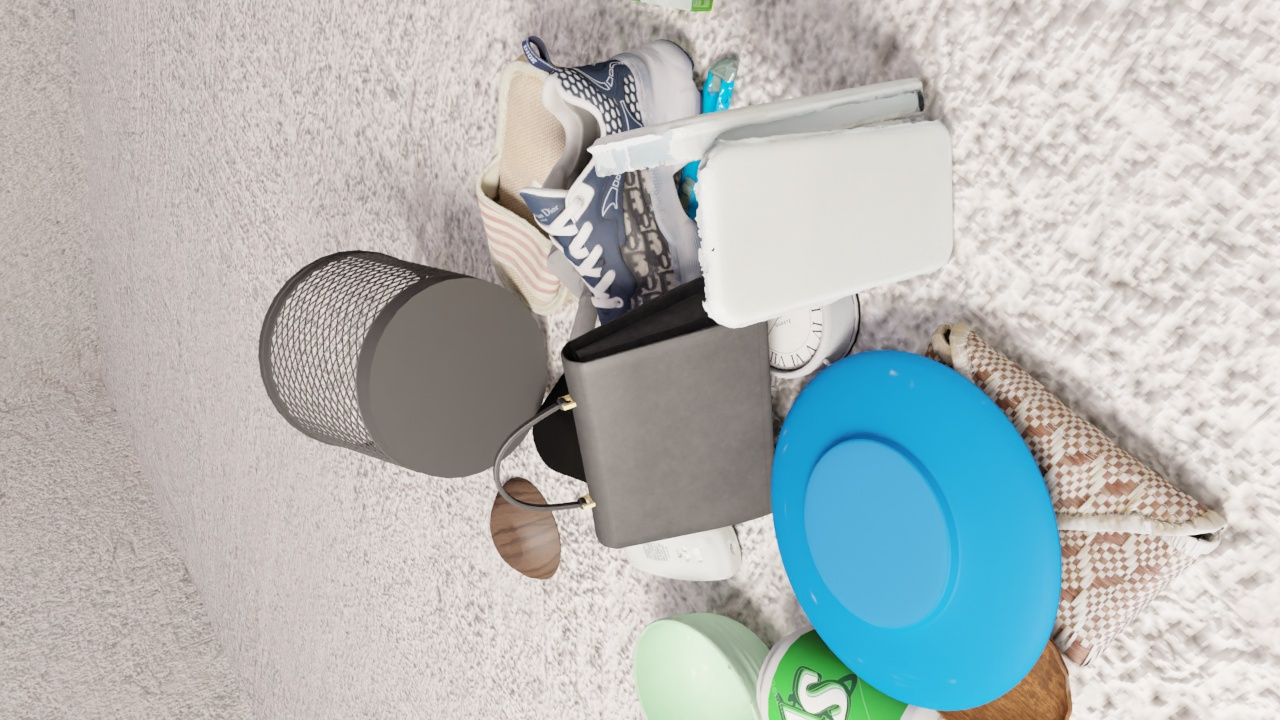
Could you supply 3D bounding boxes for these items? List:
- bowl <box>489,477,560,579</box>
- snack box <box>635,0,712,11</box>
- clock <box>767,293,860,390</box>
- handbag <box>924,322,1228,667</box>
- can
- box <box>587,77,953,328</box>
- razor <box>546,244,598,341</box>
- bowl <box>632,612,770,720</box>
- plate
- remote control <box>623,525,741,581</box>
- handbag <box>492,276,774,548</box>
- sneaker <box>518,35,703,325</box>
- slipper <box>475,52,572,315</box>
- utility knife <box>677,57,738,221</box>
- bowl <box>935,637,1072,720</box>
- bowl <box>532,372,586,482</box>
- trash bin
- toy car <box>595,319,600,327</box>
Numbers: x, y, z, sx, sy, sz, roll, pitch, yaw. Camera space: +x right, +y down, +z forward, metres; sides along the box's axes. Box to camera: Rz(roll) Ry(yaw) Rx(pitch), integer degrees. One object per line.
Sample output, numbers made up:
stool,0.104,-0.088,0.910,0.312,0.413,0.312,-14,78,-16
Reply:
bowl,-0.137,0.193,1.024,0.119,0.032,0.119,21,118,45
snack box,0.009,-0.349,0.662,0.132,0.027,0.168,31,125,41
clock,0.103,-0.045,0.649,0.095,0.035,0.122,-19,89,51
handbag,0.221,0.076,0.540,0.186,0.046,0.124,46,135,31
can,0.156,0.248,0.643,0.140,0.087,0.088,9,110,49
box,0.077,-0.097,0.524,0.105,0.210,0.129,6,106,52
razor,-0.044,-0.035,0.746,0.047,0.116,0.088,-24,127,30
bowl,0.069,0.276,0.768,0.151,0.076,0.151,21,118,45
plate,0.151,0.106,0.572,0.225,0.024,0.224,13,106,55
remote control,0.033,0.160,0.794,0.115,0.028,0.060,-8,106,41
handbag,-0.009,0.055,0.651,0.072,0.195,0.176,-131,27,-53
sneaker,-0.029,-0.104,0.686,0.103,0.132,0.269,9,103,58
slipper,-0.096,-0.136,0.798,0.115,0.052,0.264,33,141,18
utility knife,0.040,-0.128,0.715,0.031,0.015,0.221,43,134,39
bowl,0.210,0.179,0.554,0.114,0.026,0.102,38,127,40
bowl,-0.068,0.071,0.881,0.124,0.052,0.124,21,118,45
trash bin,-0.236,0.002,0.930,0.228,0.217,0.218,11,111,48
toy car,-0.005,0.005,0.798,0.113,0.039,0.039,43,111,32
